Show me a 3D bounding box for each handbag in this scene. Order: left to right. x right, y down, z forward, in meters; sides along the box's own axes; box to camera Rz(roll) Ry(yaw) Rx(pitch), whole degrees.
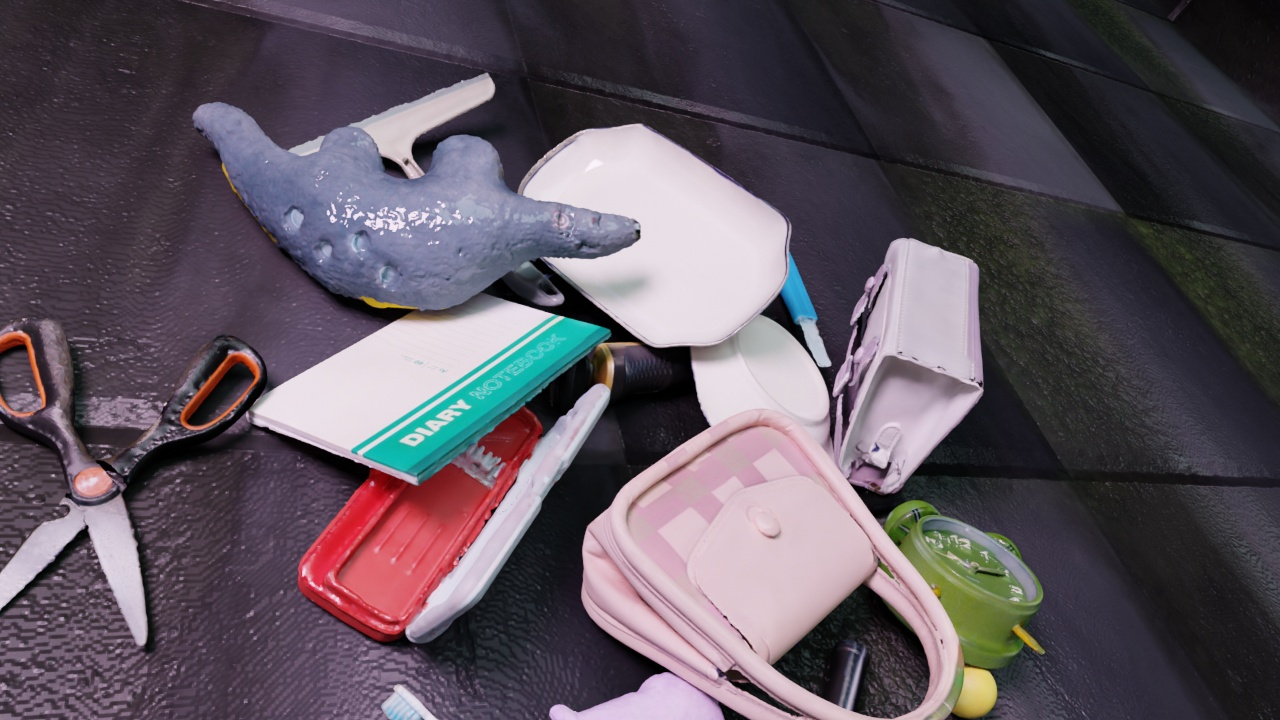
[{"bbox_3d":[0.097,0.148,0.594,0.234,0.094,0.192,38,42,26],"label":"handbag"},{"bbox_3d":[0.224,0.002,0.792,0.098,0.145,0.196,19,37,8],"label":"handbag"}]

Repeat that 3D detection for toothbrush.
[{"bbox_3d":[-0.049,0.250,0.493,0.224,0.026,0.027,39,64,7],"label":"toothbrush"},{"bbox_3d":[-0.052,-0.085,0.819,0.189,0.014,0.016,-31,86,-45],"label":"toothbrush"},{"bbox_3d":[0.112,0.266,0.572,0.027,0.026,0.212,23,42,8],"label":"toothbrush"}]

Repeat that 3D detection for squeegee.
[{"bbox_3d":[-0.150,-0.121,0.775,0.245,0.039,0.246,-35,71,-33],"label":"squeegee"}]

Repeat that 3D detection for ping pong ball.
[{"bbox_3d":[0.235,0.236,0.660,0.040,0.040,0.040,16,44,-17],"label":"ping pong ball"}]

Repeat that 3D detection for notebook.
[{"bbox_3d":[-0.138,0.007,0.632,0.150,0.012,0.208,16,34,27],"label":"notebook"}]

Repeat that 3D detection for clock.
[{"bbox_3d":[0.244,0.163,0.705,0.116,0.056,0.161,25,21,0],"label":"clock"}]

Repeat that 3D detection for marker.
[{"bbox_3d":[0.164,0.119,0.746,0.131,0.020,0.022,-3,61,-33],"label":"marker"}]

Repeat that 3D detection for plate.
[{"bbox_3d":[0.007,-0.105,0.780,0.162,0.034,0.266,-44,61,-13],"label":"plate"},{"bbox_3d":[0.108,0.013,0.773,0.164,0.034,0.163,22,41,-34],"label":"plate"}]

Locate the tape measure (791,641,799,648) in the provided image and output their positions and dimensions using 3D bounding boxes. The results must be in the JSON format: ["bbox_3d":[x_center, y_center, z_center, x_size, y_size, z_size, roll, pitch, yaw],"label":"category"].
[{"bbox_3d":[0.074,0.182,0.630,0.054,0.025,0.058,-14,49,-38],"label":"tape measure"}]

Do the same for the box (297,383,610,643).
[{"bbox_3d":[-0.107,0.075,0.572,0.112,0.100,0.200,33,42,0],"label":"box"}]

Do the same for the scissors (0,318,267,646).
[{"bbox_3d":[-0.306,0.052,0.529,0.221,0.022,0.229,42,49,14],"label":"scissors"}]

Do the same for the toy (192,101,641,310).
[{"bbox_3d":[-0.179,-0.106,0.687,0.356,0.092,0.137,12,64,0],"label":"toy"}]

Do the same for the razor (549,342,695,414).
[{"bbox_3d":[-0.004,0.004,0.740,0.167,0.062,0.068,-6,23,-41],"label":"razor"}]

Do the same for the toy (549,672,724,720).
[{"bbox_3d":[0.009,0.223,0.543,0.107,0.039,0.084,-8,53,-42],"label":"toy"}]

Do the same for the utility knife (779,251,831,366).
[{"bbox_3d":[0.149,-0.059,0.883,0.034,0.018,0.209,18,34,-21],"label":"utility knife"}]
